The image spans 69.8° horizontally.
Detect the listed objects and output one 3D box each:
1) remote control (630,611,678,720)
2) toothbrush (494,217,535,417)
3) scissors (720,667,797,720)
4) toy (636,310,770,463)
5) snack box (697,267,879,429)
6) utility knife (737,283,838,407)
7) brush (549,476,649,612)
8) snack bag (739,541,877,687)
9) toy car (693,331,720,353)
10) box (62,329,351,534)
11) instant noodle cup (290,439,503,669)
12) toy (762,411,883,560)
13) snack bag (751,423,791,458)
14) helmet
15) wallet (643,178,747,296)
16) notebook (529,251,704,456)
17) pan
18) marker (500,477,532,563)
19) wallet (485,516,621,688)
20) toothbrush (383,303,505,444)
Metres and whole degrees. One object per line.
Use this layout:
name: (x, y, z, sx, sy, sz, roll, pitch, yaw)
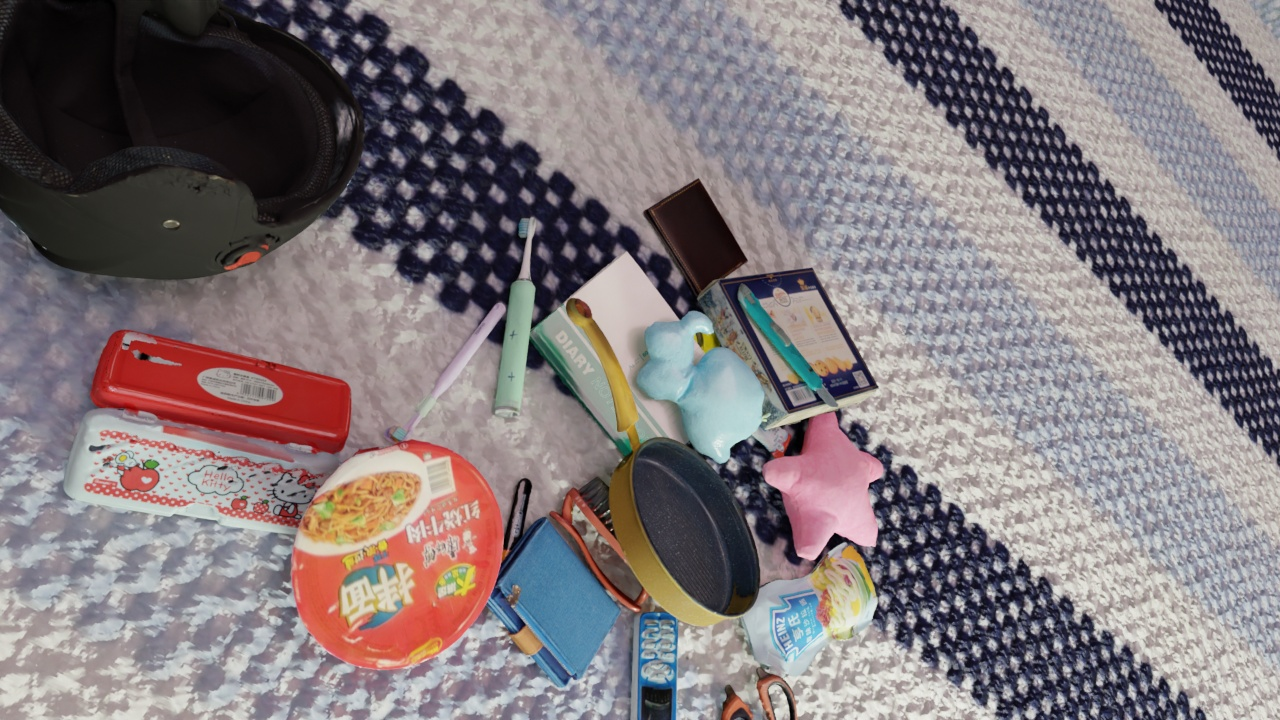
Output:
remote control: (0.014, 0.323, 0.942, 0.049, 0.024, 0.124, 11, 71, -30)
toothbrush: (-0.126, -0.050, 0.958, 0.027, 0.026, 0.224, 1, 71, 12)
scissors: (0.131, 0.449, 0.980, 0.192, 0.015, 0.206, 32, 74, -10)
toy: (0.072, 0.030, 1.001, 0.156, 0.050, 0.161, 9, 96, -6)
snack box: (0.180, -0.020, 1.103, 0.177, 0.046, 0.182, -11, 68, -40)
utility knife: (0.168, -0.016, 1.049, 0.179, 0.013, 0.029, 51, 45, 4)
brush: (-0.027, 0.188, 0.937, 0.069, 0.063, 0.146, -41, 100, -4)
snack bag: (0.195, 0.292, 1.061, 0.190, 0.039, 0.110, -19, 98, -34)
toy car: (0.055, -0.025, 1.065, 0.105, 0.032, 0.048, -11, 82, -36)
box: (-0.349, 0.061, 0.761, 0.201, 0.074, 0.154, 16, 71, -29)
instant noodle cup: (-0.216, 0.163, 0.796, 0.193, 0.066, 0.194, -2, 94, -39)
toy: (0.226, 0.160, 1.090, 0.178, 0.075, 0.194, 51, 50, -7)
snack bag: (0.143, 0.080, 1.094, 0.104, 0.026, 0.048, 39, 53, -17)
helmet: (-0.369, -0.177, 0.718, 0.274, 0.231, 0.233, -2, 70, -41)
wallet: (0.070, -0.151, 1.120, 0.096, 0.020, 0.122, -36, 98, -30)
notebook: (-0.006, 0.006, 1.009, 0.150, 0.012, 0.209, -42, 101, -19)
pan: (0.013, 0.100, 0.921, 0.357, 0.078, 0.197, 54, 26, -3)
marker: (-0.125, 0.175, 0.901, 0.018, 0.015, 0.123, 24, 65, -31)
wallet: (-0.085, 0.235, 0.889, 0.133, 0.040, 0.106, 53, 46, -16)
toothbrush: (-0.188, 0.009, 0.907, 0.188, 0.029, 0.021, -57, 149, -32)
